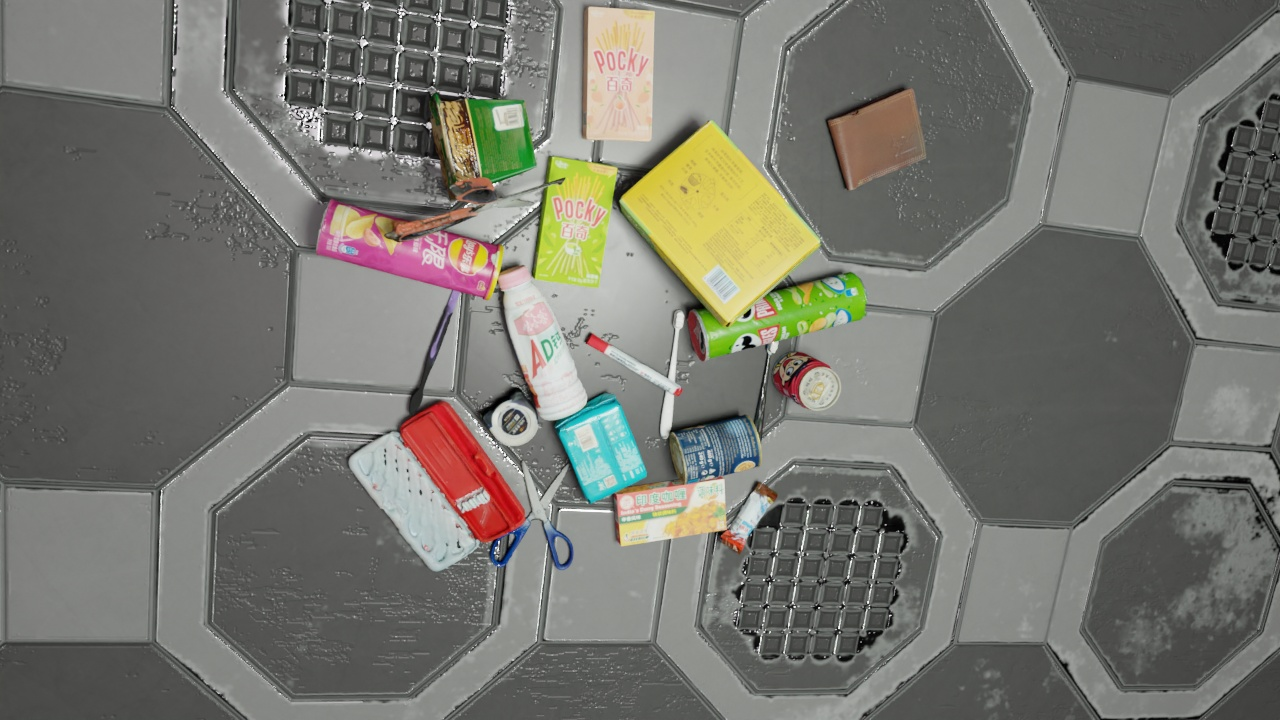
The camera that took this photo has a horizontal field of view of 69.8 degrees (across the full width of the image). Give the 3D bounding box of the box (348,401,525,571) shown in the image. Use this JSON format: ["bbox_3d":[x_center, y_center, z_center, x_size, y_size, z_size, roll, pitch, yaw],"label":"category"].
[{"bbox_3d":[-0.263,0.167,1.198,0.158,0.039,0.201,-29,107,10],"label":"box"}]

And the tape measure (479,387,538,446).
[{"bbox_3d":[-0.167,0.078,1.201,0.065,0.033,0.066,-34,105,-2],"label":"tape measure"}]

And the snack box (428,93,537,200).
[{"bbox_3d":[-0.183,-0.257,1.079,0.105,0.117,0.118,-14,103,-14],"label":"snack box"}]

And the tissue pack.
[{"bbox_3d":[-0.052,0.120,1.228,0.093,0.050,0.133,-24,107,-9],"label":"tissue pack"}]

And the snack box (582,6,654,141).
[{"bbox_3d":[-0.028,-0.353,1.139,0.084,0.026,0.157,-2,103,-13],"label":"snack box"}]

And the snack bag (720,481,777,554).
[{"bbox_3d":[0.156,0.225,1.314,0.048,0.026,0.104,35,93,-30],"label":"snack bag"}]

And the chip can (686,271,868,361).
[{"bbox_3d":[0.185,-0.061,1.233,0.236,0.072,0.072,-14,105,-10],"label":"chip can"}]

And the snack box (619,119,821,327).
[{"bbox_3d":[0.098,-0.170,1.155,0.157,0.070,0.210,-42,87,-1],"label":"snack box"}]

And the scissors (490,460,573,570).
[{"bbox_3d":[-0.142,0.220,1.250,0.174,0.012,0.162,-39,107,-4],"label":"scissors"}]

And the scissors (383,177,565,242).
[{"bbox_3d":[-0.189,-0.179,1.063,0.189,0.225,0.015,-23,88,15],"label":"scissors"}]

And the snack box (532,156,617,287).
[{"bbox_3d":[-0.084,-0.175,1.167,0.085,0.026,0.156,7,100,-16],"label":"snack box"}]

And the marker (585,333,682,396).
[{"bbox_3d":[-0.007,0.007,1.223,0.145,0.017,0.017,30,94,-11],"label":"marker"}]

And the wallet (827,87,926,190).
[{"bbox_3d":[0.319,-0.297,1.233,0.124,0.032,0.101,-23,109,-7],"label":"wallet"}]

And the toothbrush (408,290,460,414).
[{"bbox_3d":[-0.261,-0.020,1.169,0.014,0.017,0.189,19,94,-26],"label":"toothbrush"}]

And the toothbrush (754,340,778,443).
[{"bbox_3d":[0.173,0.053,1.285,0.015,0.018,0.181,4,103,-17],"label":"toothbrush"}]

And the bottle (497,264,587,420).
[{"bbox_3d":[-0.129,-0.024,1.169,0.068,0.068,0.197,-21,105,-8],"label":"bottle"}]

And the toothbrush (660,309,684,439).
[{"bbox_3d":[0.043,0.021,1.246,0.016,0.016,0.180,5,102,-7],"label":"toothbrush"}]

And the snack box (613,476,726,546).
[{"bbox_3d":[0.042,0.208,1.283,0.155,0.027,0.077,-7,103,-12],"label":"snack box"}]

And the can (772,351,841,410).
[{"bbox_3d":[0.226,0.028,1.250,0.066,0.094,0.066,-3,103,-13],"label":"can"}]

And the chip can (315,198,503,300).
[{"bbox_3d":[-0.276,-0.132,1.107,0.210,0.071,0.071,14,99,-16],"label":"chip can"}]

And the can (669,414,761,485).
[{"bbox_3d":[0.100,0.122,1.251,0.111,0.075,0.075,-13,105,-10],"label":"can"}]
